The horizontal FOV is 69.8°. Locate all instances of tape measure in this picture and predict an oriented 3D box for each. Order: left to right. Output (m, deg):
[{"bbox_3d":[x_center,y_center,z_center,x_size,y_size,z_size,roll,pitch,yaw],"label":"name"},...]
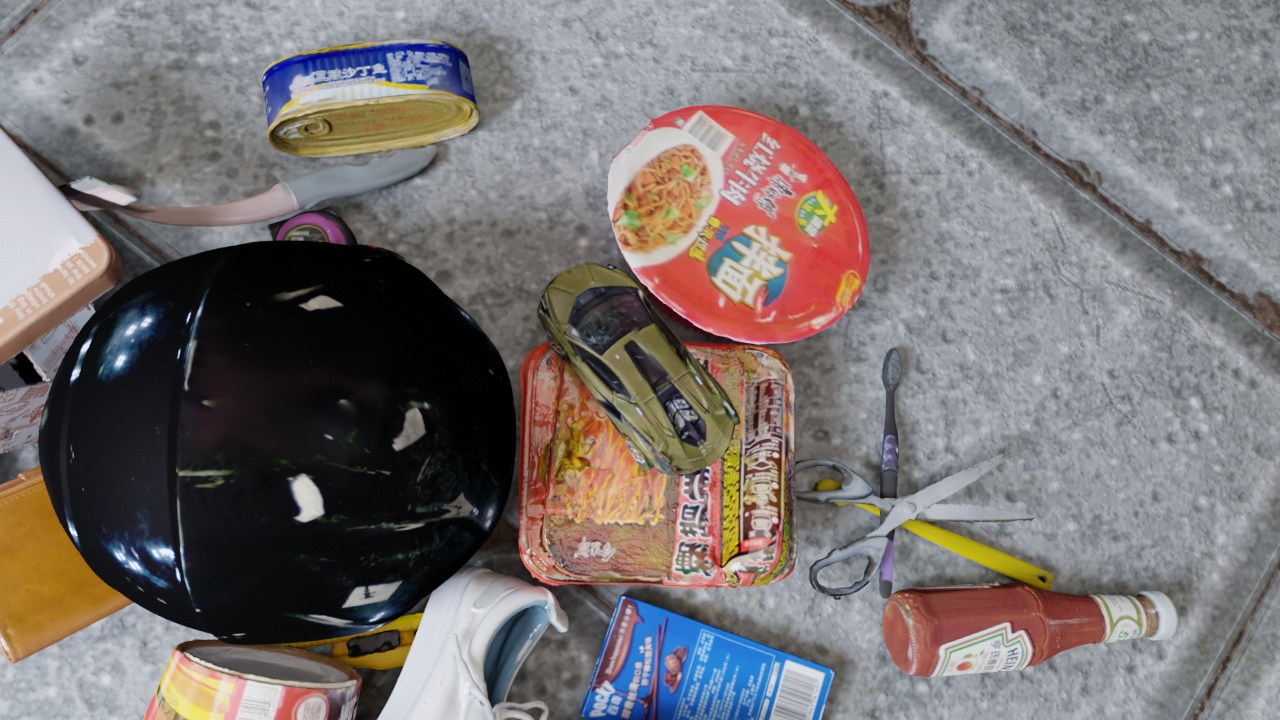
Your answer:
[{"bbox_3d":[-0.229,-0.076,0.650,0.057,0.039,0.058,-21,77,-10],"label":"tape measure"}]

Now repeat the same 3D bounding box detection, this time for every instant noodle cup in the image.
[{"bbox_3d":[-0.230,0.230,0.538,0.138,0.138,0.108,15,79,-4],"label":"instant noodle cup"},{"bbox_3d":[0.009,0.071,0.629,0.188,0.079,0.164,3,78,-7],"label":"instant noodle cup"},{"bbox_3d":[0.063,-0.088,0.658,0.193,0.066,0.193,7,65,-15],"label":"instant noodle cup"}]

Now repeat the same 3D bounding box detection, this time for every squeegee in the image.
[{"bbox_3d":[-0.248,-0.116,0.620,0.249,0.248,0.040,-17,106,-34],"label":"squeegee"}]

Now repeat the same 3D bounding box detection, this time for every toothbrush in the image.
[{"bbox_3d":[0.182,0.077,0.668,0.014,0.017,0.188,8,70,0],"label":"toothbrush"},{"bbox_3d":[0.215,0.128,0.676,0.190,0.017,0.015,23,76,-3],"label":"toothbrush"}]

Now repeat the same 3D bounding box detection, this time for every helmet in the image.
[{"bbox_3d":[-0.185,0.046,0.532,0.274,0.231,0.233,0,92,-34],"label":"helmet"}]

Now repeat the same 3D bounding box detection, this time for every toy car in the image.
[{"bbox_3d":[-0.003,0.003,0.582,0.070,0.042,0.158,-37,81,-18],"label":"toy car"}]

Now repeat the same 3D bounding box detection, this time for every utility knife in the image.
[{"bbox_3d":[-0.206,0.195,0.612,0.164,0.015,0.033,-8,78,-8],"label":"utility knife"}]

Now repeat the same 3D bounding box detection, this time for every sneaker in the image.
[{"bbox_3d":[-0.114,0.236,0.539,0.091,0.089,0.241,6,50,22],"label":"sneaker"}]

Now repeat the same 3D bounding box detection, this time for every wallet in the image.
[{"bbox_3d":[-0.352,0.104,0.575,0.130,0.035,0.119,-28,77,-44],"label":"wallet"}]

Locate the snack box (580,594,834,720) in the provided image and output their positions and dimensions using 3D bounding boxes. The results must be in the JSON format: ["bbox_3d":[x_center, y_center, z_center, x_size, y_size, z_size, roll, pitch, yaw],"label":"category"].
[{"bbox_3d":[0.046,0.227,0.630,0.157,0.026,0.084,20,77,-2],"label":"snack box"}]

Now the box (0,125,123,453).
[{"bbox_3d":[-0.400,-0.062,0.533,0.181,0.153,0.182,-43,86,19],"label":"box"}]

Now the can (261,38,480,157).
[{"bbox_3d":[-0.193,-0.187,0.657,0.148,0.075,0.049,-10,78,-8],"label":"can"}]

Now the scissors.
[{"bbox_3d":[0.183,0.106,0.647,0.175,0.014,0.159,29,76,10],"label":"scissors"}]

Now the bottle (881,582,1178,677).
[{"bbox_3d":[0.277,0.186,0.649,0.206,0.060,0.059,-1,79,-8],"label":"bottle"}]
